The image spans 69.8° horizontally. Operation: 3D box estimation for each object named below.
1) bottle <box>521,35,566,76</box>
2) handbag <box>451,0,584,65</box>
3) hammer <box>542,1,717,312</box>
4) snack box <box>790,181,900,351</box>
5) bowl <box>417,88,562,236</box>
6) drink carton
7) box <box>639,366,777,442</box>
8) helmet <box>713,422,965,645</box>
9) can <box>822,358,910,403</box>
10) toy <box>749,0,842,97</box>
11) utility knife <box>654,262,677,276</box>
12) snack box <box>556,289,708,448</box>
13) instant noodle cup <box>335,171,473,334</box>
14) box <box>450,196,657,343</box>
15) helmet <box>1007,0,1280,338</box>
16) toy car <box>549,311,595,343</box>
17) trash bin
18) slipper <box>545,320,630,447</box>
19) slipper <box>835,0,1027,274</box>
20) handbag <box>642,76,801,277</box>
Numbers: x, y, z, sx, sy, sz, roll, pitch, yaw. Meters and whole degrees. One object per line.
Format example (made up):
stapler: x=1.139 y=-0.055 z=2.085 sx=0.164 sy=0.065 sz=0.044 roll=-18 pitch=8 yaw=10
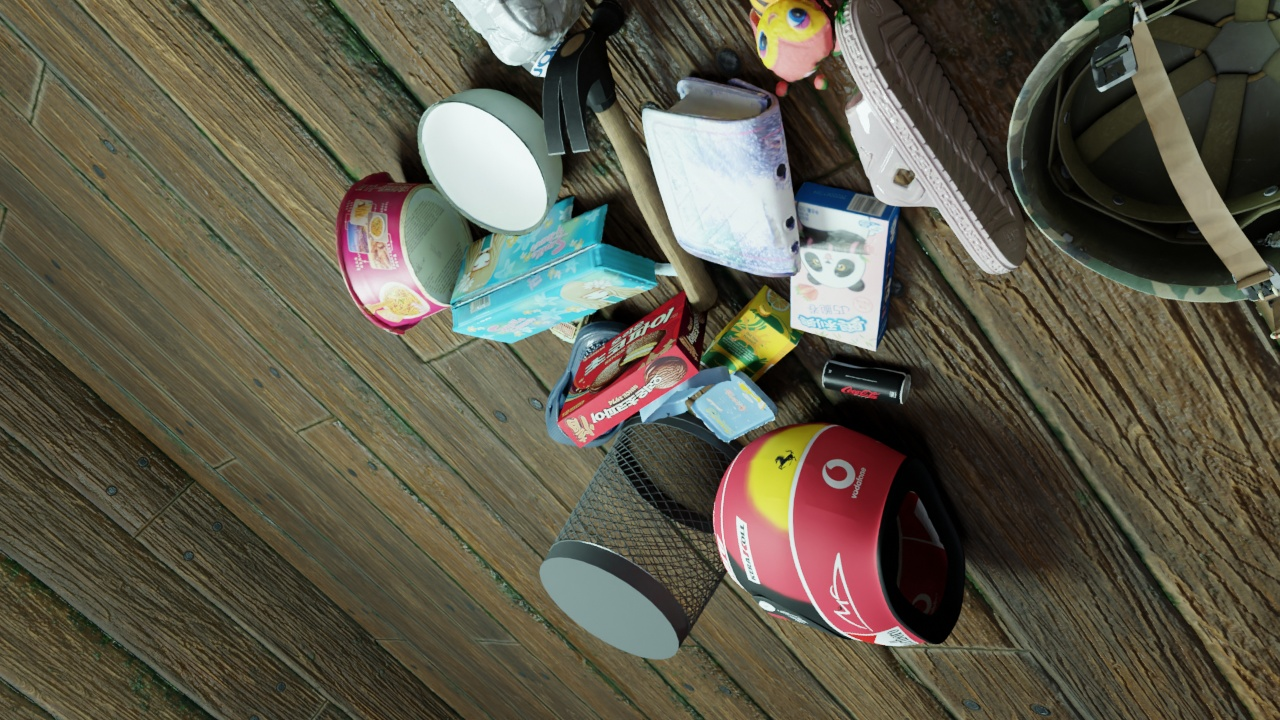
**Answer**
bottle: x=-0.098 y=-0.286 z=0.814 sx=0.112 sy=0.046 sz=0.047 roll=41 pitch=144 yaw=-8
handbag: x=-0.107 y=-0.331 z=0.720 sx=0.124 sy=0.112 sz=0.171 roll=-23 pitch=115 yaw=43
hammer: x=0.005 y=-0.154 z=0.838 sx=0.040 sy=0.132 sz=0.305 roll=2 pitch=141 yaw=32
snack box: x=0.181 y=-0.082 z=0.828 sx=0.088 sy=0.033 sz=0.154 roll=18 pitch=141 yaw=25
bowl: x=-0.140 y=-0.206 z=0.917 sx=0.153 sy=0.072 sz=0.154 roll=22 pitch=143 yaw=18
drink carton: x=0.117 y=-0.021 z=0.944 sx=0.058 sy=0.041 sz=0.123 roll=37 pitch=145 yaw=-2
box: x=0.072 y=0.045 z=1.003 sx=0.122 sy=0.047 sz=0.210 roll=14 pitch=166 yaw=-7
helmet: x=0.195 y=0.185 z=0.983 sx=0.225 sy=0.197 sz=0.271 roll=0 pitch=139 yaw=39
can: x=0.224 y=0.020 z=0.910 sx=0.081 sy=0.031 sz=0.031 roll=13 pitch=138 yaw=29
toy: x=0.111 y=-0.252 z=0.683 sx=0.084 sy=0.046 sz=0.103 roll=20 pitch=137 yaw=58
utility knife: x=-0.041 y=-0.105 z=1.003 sx=0.228 sy=0.019 sz=0.030 roll=4 pitch=140 yaw=31
snack box: x=-0.006 y=0.006 z=0.947 sx=0.152 sy=0.132 sz=0.036 roll=-34 pitch=109 yaw=23
instant noodle cup: x=-0.254 y=-0.125 z=1.036 sx=0.078 sy=0.178 sz=0.179 roll=-6 pitch=129 yaw=22
box: x=-0.102 y=-0.107 z=0.990 sx=0.227 sy=0.117 sz=0.097 roll=-18 pitch=163 yaw=36
helmet: x=0.313 y=-0.127 z=0.490 sx=0.192 sy=0.235 sz=0.225 roll=51 pitch=153 yaw=-13
toy car: x=-0.082 y=-0.049 z=1.069 sx=0.047 sy=0.047 sz=0.112 roll=29 pitch=144 yaw=4
trash bin: x=0.015 y=0.216 z=1.135 sx=0.218 sy=0.226 sz=0.218 roll=22 pitch=142 yaw=18
slipper: x=-0.056 y=0.055 z=1.111 sx=0.101 sy=0.082 sz=0.264 roll=8 pitch=145 yaw=-11
slipper: x=0.203 y=-0.154 z=0.678 sx=0.065 sy=0.094 sz=0.239 roll=-20 pitch=120 yaw=44
handbag: x=0.080 y=-0.156 z=0.786 sx=0.126 sy=0.069 sz=0.159 roll=25 pitch=146 yaw=41
